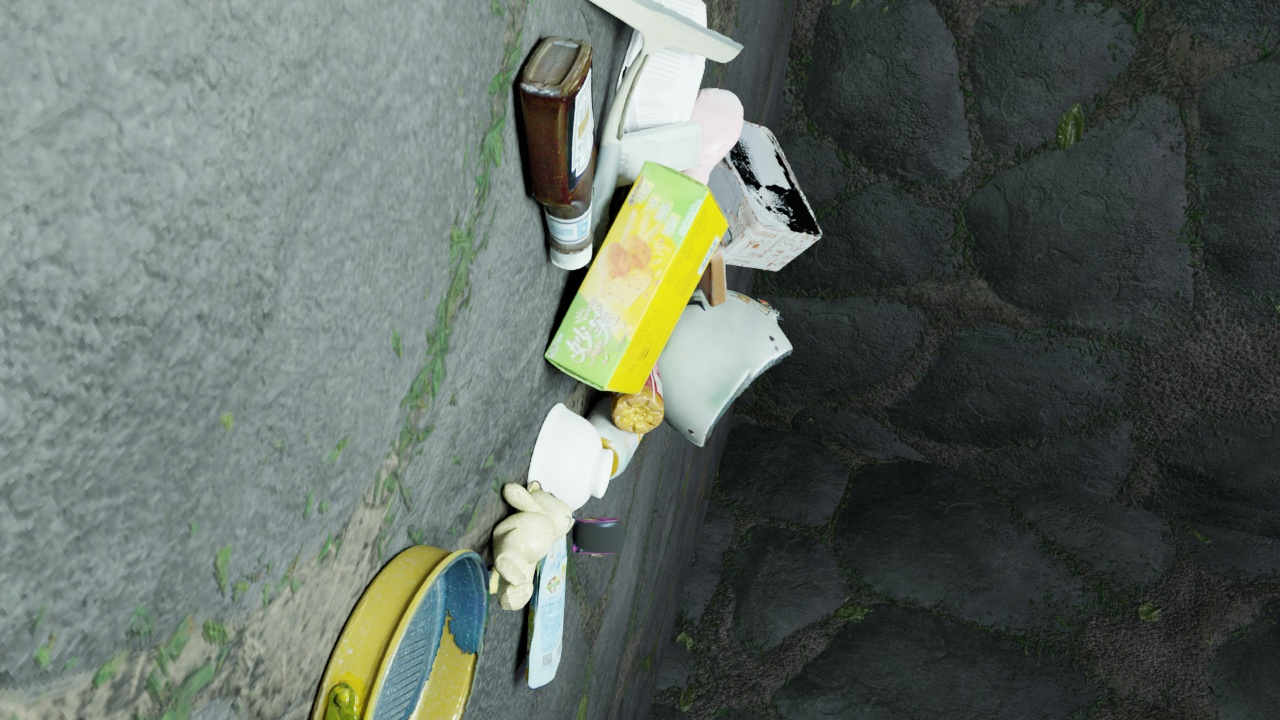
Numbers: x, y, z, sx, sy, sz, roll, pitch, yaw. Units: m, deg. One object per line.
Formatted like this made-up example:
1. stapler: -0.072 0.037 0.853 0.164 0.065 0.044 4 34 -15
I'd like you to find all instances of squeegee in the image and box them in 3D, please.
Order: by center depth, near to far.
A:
1. squeegee: -0.020 -0.205 0.854 0.246 0.039 0.247 -4 118 -55

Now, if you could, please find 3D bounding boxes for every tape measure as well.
1. tape measure: -0.045 0.191 0.988 0.058 0.057 0.039 68 22 -84

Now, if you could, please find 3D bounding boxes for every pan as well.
1. pan: -0.151 0.216 0.532 0.357 0.078 0.197 32 70 -80

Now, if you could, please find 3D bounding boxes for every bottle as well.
1. bottle: -0.059 -0.149 0.714 0.195 0.044 0.079 90 16 -53
2. bottle: -0.006 0.006 1.057 0.174 0.057 0.058 -94 -174 -51
3. bottle: -0.027 0.074 1.084 0.189 0.068 0.068 -57 156 -64

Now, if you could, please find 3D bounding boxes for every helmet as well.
1. helmet: 0.082 -0.015 1.307 0.230 0.157 0.273 -47 -168 12

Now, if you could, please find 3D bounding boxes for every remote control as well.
1. remote control: 0.011 -0.207 0.921 0.124 0.024 0.049 -21 131 -32

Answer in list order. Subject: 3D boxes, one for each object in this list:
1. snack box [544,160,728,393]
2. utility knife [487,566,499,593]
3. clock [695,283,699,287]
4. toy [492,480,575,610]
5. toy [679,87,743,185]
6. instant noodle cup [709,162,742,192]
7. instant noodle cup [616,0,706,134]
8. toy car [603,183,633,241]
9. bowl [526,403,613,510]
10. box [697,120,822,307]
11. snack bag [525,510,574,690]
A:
1. snack box: 0.002 -0.074 0.902 0.210 0.070 0.157 -62 168 3
2. utility knife: -0.129 0.202 0.845 0.216 0.022 0.031 45 52 -73
3. clock: 0.074 -0.147 1.241 0.122 0.055 0.081 -38 -145 55
4. toy: -0.098 0.159 0.800 0.157 0.066 0.105 -71 153 -74
5. toy: 0.050 -0.242 1.029 0.054 0.121 0.159 49 55 -45
6. instant noodle cup: 0.094 -0.240 1.295 0.124 0.117 0.116 -60 163 -27
7. instant noodle cup: 0.028 -0.306 0.971 0.138 0.060 0.173 75 27 -68
8. toy car: -0.017 -0.127 0.987 0.158 0.042 0.070 90 16 -59
9. bowl: -0.065 0.107 0.925 0.118 0.065 0.118 12 89 -80
10. box: 0.090 -0.175 1.130 0.175 0.151 0.182 -41 -119 39
11. snack bag: -0.098 0.247 0.989 0.110 0.039 0.191 -44 142 -69
